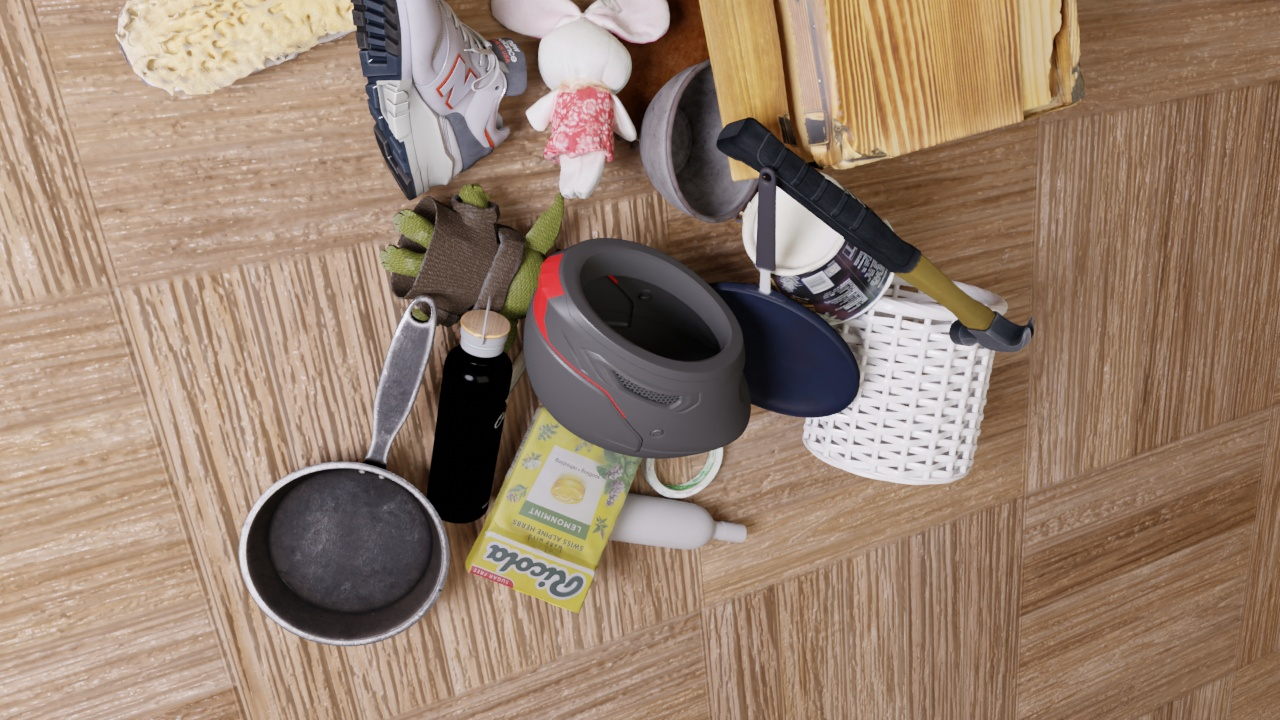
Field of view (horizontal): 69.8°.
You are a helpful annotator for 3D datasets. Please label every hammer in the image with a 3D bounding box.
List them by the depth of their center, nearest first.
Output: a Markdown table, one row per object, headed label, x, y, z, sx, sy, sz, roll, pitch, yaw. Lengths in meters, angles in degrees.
| label | x | y | z | sx | sy | sz | roll | pitch | yaw |
| --- | --- | --- | --- | --- | --- | --- | --- | --- | --- |
| hammer | 0.204 | -0.097 | 0.770 | 0.333 | 0.118 | 0.025 | 32 | 85 | -21 |

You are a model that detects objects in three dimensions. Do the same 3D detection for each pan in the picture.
| label | x | y | z | sx | sy | sz | roll | pitch | yaw |
| --- | --- | --- | --- | --- | --- | --- | --- | --- | --- |
| pan | -0.244 | 0.102 | 0.832 | 0.187 | 0.055 | 0.357 | 18 | 103 | -12 |
| pan | 0.117 | -0.053 | 0.854 | 0.021 | 0.199 | 0.357 | -59 | 159 | -26 |

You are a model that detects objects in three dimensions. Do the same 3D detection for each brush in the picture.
| label | x | y | z | sx | sy | sz | roll | pitch | yaw |
| --- | --- | --- | --- | --- | --- | --- | --- | --- | --- |
| brush | -0.273 | -0.287 | 0.727 | 0.271 | 0.056 | 0.083 | -27 | 118 | -14 |

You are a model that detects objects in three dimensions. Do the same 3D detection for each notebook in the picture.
| label | x | y | z | sx | sy | sz | roll | pitch | yaw |
| --- | --- | --- | --- | --- | --- | --- | --- | --- | --- |
| notebook | 0.066 | -0.258 | 0.907 | 0.225 | 0.024 | 0.167 | 29 | 92 | -28 |

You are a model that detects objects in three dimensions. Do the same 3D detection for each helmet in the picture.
| label | x | y | z | sx | sy | sz | roll | pitch | yaw |
| --- | --- | --- | --- | --- | --- | --- | --- | --- | --- |
| helmet | -0.005 | 0.005 | 0.856 | 0.264 | 0.164 | 0.170 | 18 | 138 | -26 |

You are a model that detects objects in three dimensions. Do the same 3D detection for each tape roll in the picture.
| label | x | y | z | sx | sy | sz | roll | pitch | yaw |
| --- | --- | --- | --- | --- | --- | --- | --- | --- | --- |
| tape roll | 0.046 | 0.106 | 1.013 | 0.093 | 0.018 | 0.094 | -7 | 109 | -22 |

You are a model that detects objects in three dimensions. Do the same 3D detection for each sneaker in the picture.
| label | x | y | z | sx | sy | sz | roll | pitch | yaw |
| --- | --- | --- | --- | --- | --- | --- | --- | --- | --- |
| sneaker | -0.155 | -0.244 | 0.743 | 0.124 | 0.089 | 0.240 | -24 | 151 | -25 |

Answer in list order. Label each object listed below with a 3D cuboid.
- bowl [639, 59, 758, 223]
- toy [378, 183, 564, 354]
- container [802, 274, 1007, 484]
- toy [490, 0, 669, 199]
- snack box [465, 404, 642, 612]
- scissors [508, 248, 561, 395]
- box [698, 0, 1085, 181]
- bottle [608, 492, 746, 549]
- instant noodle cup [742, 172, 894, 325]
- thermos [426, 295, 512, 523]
| label | x | y | z | sx | sy | sz | roll | pitch | yaw |
| --- | --- | --- | --- | --- | --- | --- | --- | --- | --- |
| bowl | 0.049 | -0.202 | 0.848 | 0.144 | 0.067 | 0.145 | -15 | 111 | -45 |
| toy | -0.154 | -0.086 | 0.830 | 0.152 | 0.078 | 0.179 | 17 | 103 | -35 |
| container | 0.279 | 0.012 | 0.992 | 0.189 | 0.189 | 0.187 | -2 | 108 | -24 |
| toy | -0.049 | -0.241 | 0.803 | 0.159 | 0.084 | 0.194 | -1 | 86 | -7 |
| snack box | -0.081 | 0.143 | 0.907 | 0.121 | 0.045 | 0.180 | 26 | 84 | -14 |
| scissors | -0.092 | -0.004 | 0.919 | 0.179 | 0.015 | 0.195 | -30 | 115 | -14 |
| box | 0.200 | -0.314 | 0.757 | 0.268 | 0.264 | 0.279 | -30 | 116 | -43 |
| bottle | 0.030 | 0.179 | 1.008 | 0.195 | 0.052 | 0.052 | 13 | 100 | -26 |
| instant noodle cup | 0.166 | -0.114 | 0.880 | 0.137 | 0.137 | 0.112 | -59 | 149 | 2 |
| thermos | -0.154 | 0.045 | 0.839 | 0.061 | 0.061 | 0.232 | -1 | 125 | -24 |
